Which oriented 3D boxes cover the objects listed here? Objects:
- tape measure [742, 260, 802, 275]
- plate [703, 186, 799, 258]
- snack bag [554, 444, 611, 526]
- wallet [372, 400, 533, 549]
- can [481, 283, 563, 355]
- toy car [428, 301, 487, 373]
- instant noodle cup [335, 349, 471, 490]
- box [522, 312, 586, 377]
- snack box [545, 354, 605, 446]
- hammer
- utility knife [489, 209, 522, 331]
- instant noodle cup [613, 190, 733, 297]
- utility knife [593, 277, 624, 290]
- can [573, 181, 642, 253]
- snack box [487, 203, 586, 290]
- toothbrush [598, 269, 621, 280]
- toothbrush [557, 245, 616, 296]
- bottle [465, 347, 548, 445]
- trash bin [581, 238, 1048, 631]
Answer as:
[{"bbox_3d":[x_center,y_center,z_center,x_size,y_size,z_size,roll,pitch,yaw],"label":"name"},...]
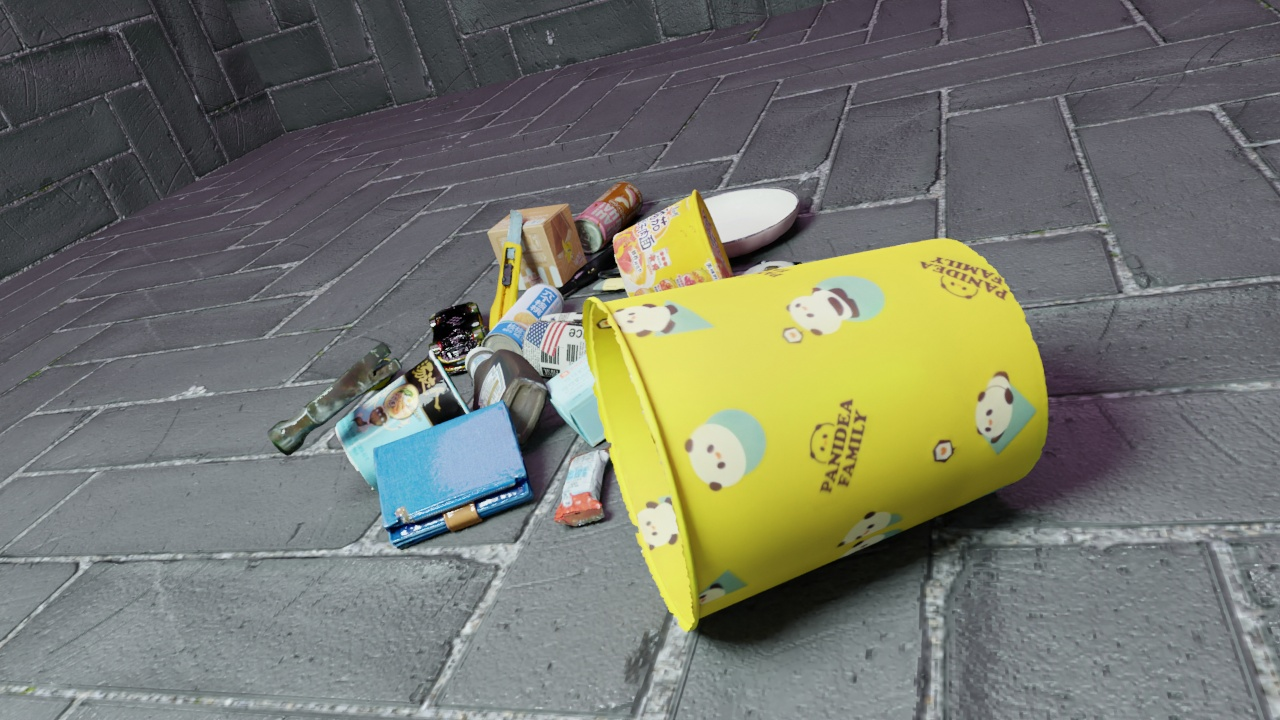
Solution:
[{"bbox_3d":[0.148,-0.087,1.040,0.066,0.033,0.065,5,34,41],"label":"tape measure"},{"bbox_3d":[0.120,-0.177,1.223,0.192,0.039,0.192,-14,27,7],"label":"plate"},{"bbox_3d":[-0.049,0.106,0.798,0.045,0.026,0.105,-20,24,15],"label":"snack bag"},{"bbox_3d":[-0.170,0.101,0.829,0.133,0.040,0.106,-21,54,-2],"label":"wallet"},{"bbox_3d":[-0.139,-0.042,1.104,0.053,0.053,0.134,-5,29,23],"label":"can"},{"bbox_3d":[-0.227,-0.032,1.151,0.071,0.041,0.155,-20,28,-5],"label":"toy car"},{"bbox_3d":[-0.229,0.067,0.906,0.120,0.111,0.111,-31,29,-10],"label":"instant noodle cup"},{"bbox_3d":[-0.059,-0.011,1.005,0.163,0.076,0.087,6,59,34],"label":"box"},{"bbox_3d":[-0.005,0.005,0.902,0.174,0.051,0.074,-36,30,-11],"label":"snack box"},{"bbox_3d":[-0.294,0.025,0.971,0.126,0.032,0.323,-38,8,-3],"label":"hammer"},{"bbox_3d":[-0.172,-0.114,1.188,0.033,0.015,0.208,-4,61,10],"label":"utility knife"},{"bbox_3d":[0.038,-0.113,1.057,0.110,0.138,0.137,-20,26,12],"label":"instant noodle cup"},{"bbox_3d":[0.019,-0.101,1.163,0.168,0.018,0.030,-5,33,26],"label":"utility knife"},{"bbox_3d":[-0.050,-0.217,1.380,0.058,0.058,0.146,-1,31,30],"label":"can"},{"bbox_3d":[-0.143,-0.157,1.281,0.093,0.094,0.076,-2,30,28],"label":"snack box"},{"bbox_3d":[0.024,-0.115,1.190,0.181,0.016,0.018,-1,25,28],"label":"toothbrush"},{"bbox_3d":[-0.075,-0.114,1.239,0.212,0.026,0.027,-40,-1,-35],"label":"toothbrush"},{"bbox_3d":[-0.149,0.026,0.962,0.044,0.080,0.195,21,6,-25],"label":"bottle"},{"bbox_3d":[0.113,0.035,0.637,0.255,0.230,0.229,-16,26,-10],"label":"trash bin"}]
